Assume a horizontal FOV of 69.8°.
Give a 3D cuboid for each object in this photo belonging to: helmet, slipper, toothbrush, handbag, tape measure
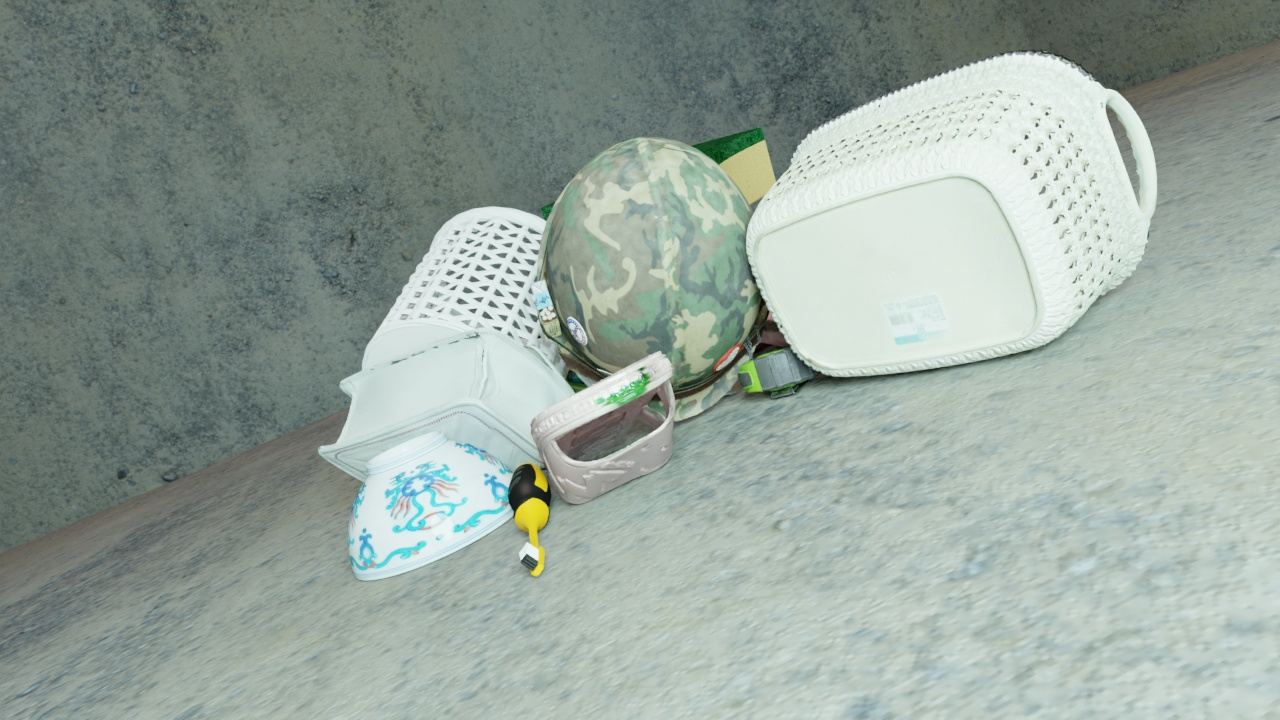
[{"bbox_3d":[0.010,-0.064,0.744,0.192,0.224,0.236,-9,10,-3],"label":"helmet"},{"bbox_3d":[-0.025,0.060,0.647,0.094,0.064,0.240,-27,-9,-15],"label":"slipper"},{"bbox_3d":[-0.073,0.103,0.615,0.031,0.031,0.196,-53,13,2],"label":"toothbrush"},{"bbox_3d":[-0.164,0.055,0.812,0.199,0.142,0.096,-18,50,28],"label":"handbag"},{"bbox_3d":[0.111,0.009,0.714,0.058,0.036,0.066,-16,-1,-39],"label":"tape measure"}]

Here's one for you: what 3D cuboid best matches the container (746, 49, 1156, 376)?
[{"bbox_3d":[0.194,-0.084,0.623,0.252,0.185,0.142,-11,25,47],"label":"container"}]

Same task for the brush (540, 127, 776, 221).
[{"bbox_3d":[0.029,-0.185,1.042,0.195,0.075,0.249,-10,18,27],"label":"brush"}]

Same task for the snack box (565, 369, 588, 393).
[{"bbox_3d":[-0.074,0.010,1.052,0.148,0.025,0.080,10,25,30],"label":"snack box"}]

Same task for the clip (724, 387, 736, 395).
[{"bbox_3d":[0.055,0.018,0.834,0.102,0.040,0.054,-13,24,45],"label":"clip"}]

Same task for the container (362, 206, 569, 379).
[{"bbox_3d":[-0.157,-0.027,0.930,0.190,0.189,0.186,-18,34,29],"label":"container"}]

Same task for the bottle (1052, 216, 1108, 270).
[{"bbox_3d":[0.314,-0.098,0.783,0.083,0.046,0.174,-20,15,-19],"label":"bottle"}]

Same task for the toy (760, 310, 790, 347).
[{"bbox_3d":[0.151,-0.041,0.892,0.095,0.053,0.099,-12,5,-13],"label":"toy"}]

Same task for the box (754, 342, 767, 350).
[{"bbox_3d":[0.117,-0.083,0.977,0.157,0.136,0.117,-23,21,-12],"label":"box"}]

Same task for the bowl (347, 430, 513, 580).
[{"bbox_3d":[-0.168,0.101,0.710,0.144,0.074,0.144,-22,8,3],"label":"bowl"}]

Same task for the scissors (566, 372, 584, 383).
[{"bbox_3d":[-0.010,0.009,0.980,0.150,0.019,0.130,-22,27,-39],"label":"scissors"}]

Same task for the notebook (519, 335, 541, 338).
[{"bbox_3d":[-0.154,0.015,1.112,0.169,0.019,0.231,-3,21,-4],"label":"notebook"}]
